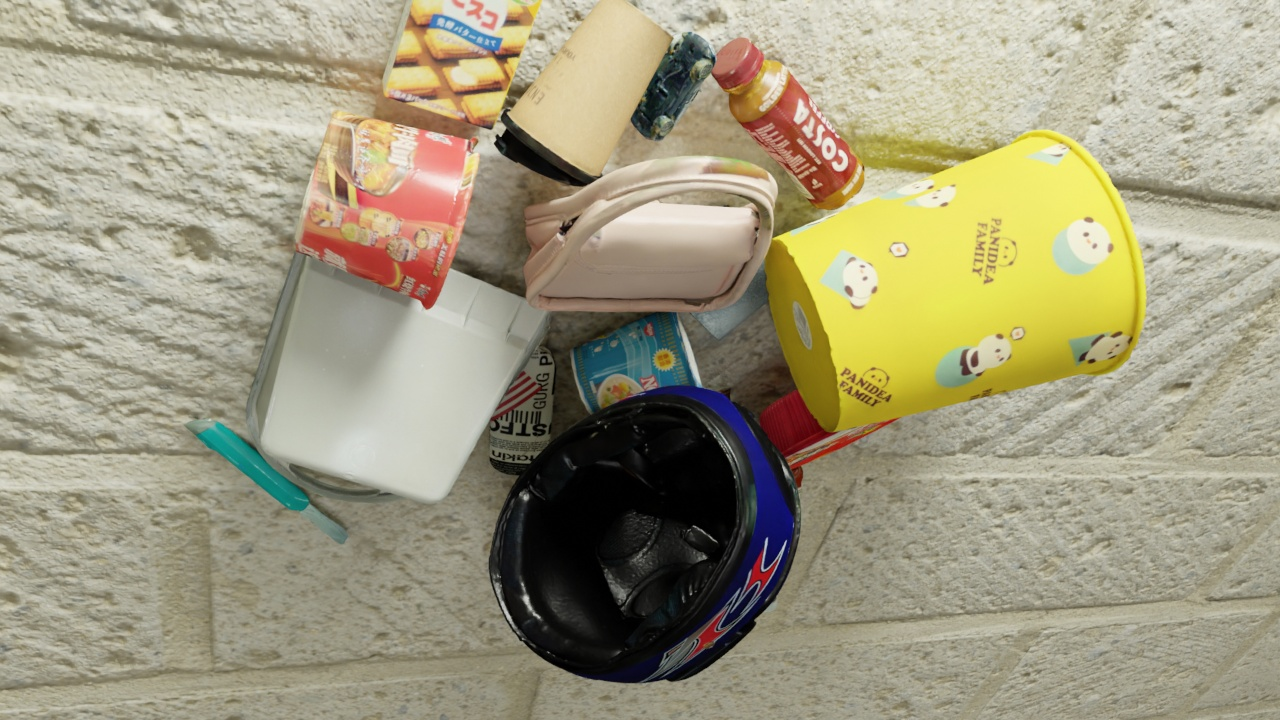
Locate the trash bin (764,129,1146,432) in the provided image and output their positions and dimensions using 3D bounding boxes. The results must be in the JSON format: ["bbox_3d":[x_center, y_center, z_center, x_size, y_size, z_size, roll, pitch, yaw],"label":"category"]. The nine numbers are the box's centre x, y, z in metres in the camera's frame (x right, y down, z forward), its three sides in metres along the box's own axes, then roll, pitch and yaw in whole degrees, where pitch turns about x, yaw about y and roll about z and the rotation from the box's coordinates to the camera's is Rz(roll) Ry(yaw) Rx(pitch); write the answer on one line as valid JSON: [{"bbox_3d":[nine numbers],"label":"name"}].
[{"bbox_3d":[0.263,-0.059,0.827,0.255,0.229,0.230,-17,131,-3],"label":"trash bin"}]

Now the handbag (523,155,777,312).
[{"bbox_3d":[0.016,-0.103,0.715,0.193,0.093,0.234,-2,172,-16],"label":"handbag"}]

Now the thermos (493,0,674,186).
[{"bbox_3d":[-0.041,-0.204,0.702,0.093,0.093,0.143,26,109,-33],"label":"thermos"}]

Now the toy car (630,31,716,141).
[{"bbox_3d":[0.027,-0.219,0.739,0.034,0.043,0.091,-5,138,-51],"label":"toy car"}]

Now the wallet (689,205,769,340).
[{"bbox_3d":[0.079,-0.083,0.884,0.097,0.019,0.121,-40,128,12],"label":"wallet"}]

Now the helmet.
[{"bbox_3d":[0.029,0.151,0.840,0.316,0.247,0.239,-40,158,29],"label":"helmet"}]

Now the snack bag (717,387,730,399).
[{"bbox_3d":[0.049,0.058,0.982,0.104,0.026,0.048,-15,142,-6],"label":"snack bag"}]

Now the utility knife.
[{"bbox_3d":[-0.360,0.122,0.905,0.029,0.013,0.218,-30,129,4],"label":"utility knife"}]

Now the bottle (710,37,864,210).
[{"bbox_3d":[0.125,-0.198,0.777,0.057,0.057,0.175,-41,129,15],"label":"bottle"}]

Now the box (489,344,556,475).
[{"bbox_3d":[-0.118,0.053,0.907,0.068,0.051,0.164,8,128,4],"label":"box"}]

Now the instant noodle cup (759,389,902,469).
[{"bbox_3d":[0.198,0.058,0.966,0.193,0.066,0.194,-22,167,-6],"label":"instant noodle cup"}]

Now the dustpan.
[{"bbox_3d":[-0.243,0.026,0.849,0.222,0.143,0.257,22,91,-22],"label":"dustpan"}]

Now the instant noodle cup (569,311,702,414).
[{"bbox_3d":[-0.005,0.005,0.882,0.110,0.099,0.099,-18,132,7],"label":"instant noodle cup"}]

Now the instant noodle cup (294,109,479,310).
[{"bbox_3d":[-0.193,-0.117,0.693,0.108,0.137,0.138,15,122,-19],"label":"instant noodle cup"}]

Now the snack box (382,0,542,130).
[{"bbox_3d":[-0.127,-0.247,0.670,0.086,0.033,0.141,12,121,-27],"label":"snack box"}]

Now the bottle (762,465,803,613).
[{"bbox_3d":[0.155,0.211,1.093,0.059,0.059,0.206,-5,116,-15],"label":"bottle"}]
